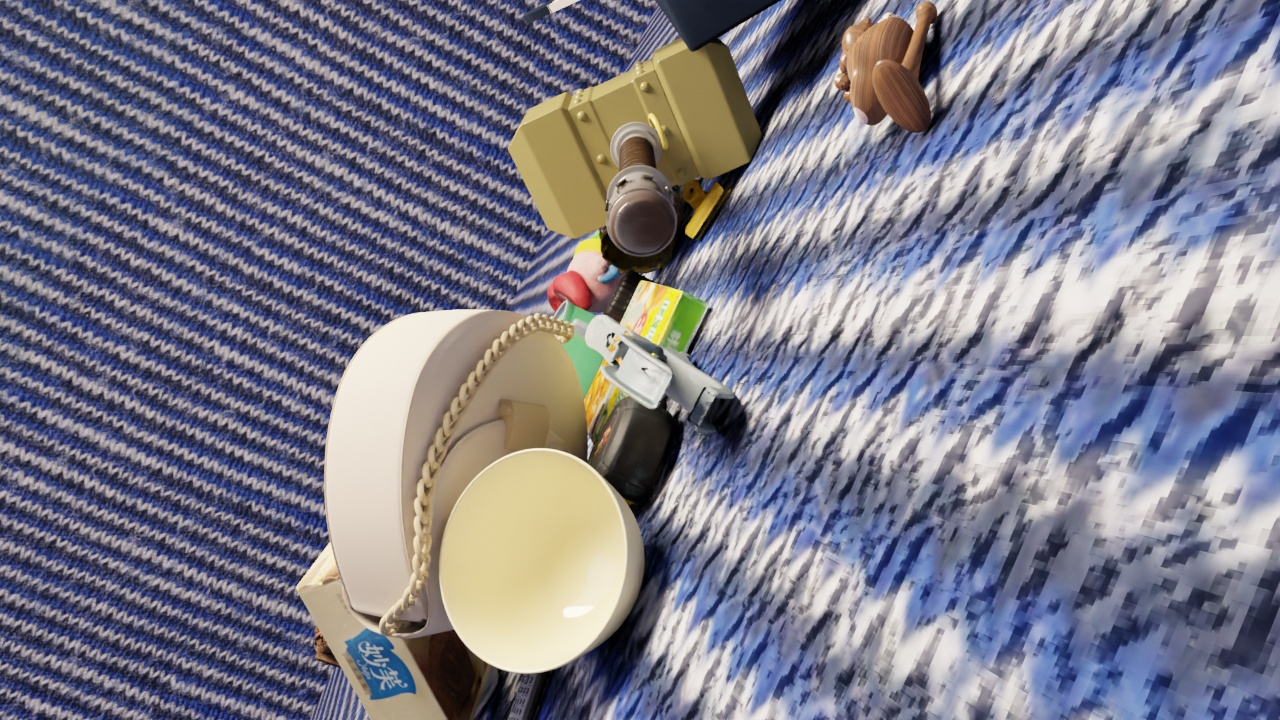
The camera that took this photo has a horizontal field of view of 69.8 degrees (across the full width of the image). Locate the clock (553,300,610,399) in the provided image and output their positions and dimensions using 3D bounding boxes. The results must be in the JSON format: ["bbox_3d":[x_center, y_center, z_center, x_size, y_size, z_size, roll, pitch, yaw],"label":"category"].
[{"bbox_3d":[-0.085,0.006,0.933,0.121,0.075,0.162,-66,11,-9],"label":"clock"}]

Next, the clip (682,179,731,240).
[{"bbox_3d":[0.058,-0.131,0.770,0.053,0.035,0.046,-58,32,31],"label":"clip"}]

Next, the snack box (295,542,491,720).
[{"bbox_3d":[-0.166,0.174,0.699,0.055,0.153,0.207,-20,15,9],"label":"snack box"}]

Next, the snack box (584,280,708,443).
[{"bbox_3d":[-0.004,0.004,0.716,0.132,0.027,0.168,-64,12,3],"label":"snack box"}]

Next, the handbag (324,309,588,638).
[{"bbox_3d":[-0.119,0.071,0.619,0.210,0.103,0.208,15,-104,-63],"label":"handbag"}]

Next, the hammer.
[{"bbox_3d":[-0.003,-0.138,0.651,0.190,0.101,0.324,-23,22,9],"label":"hammer"}]

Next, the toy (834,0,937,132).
[{"bbox_3d":[0.124,-0.149,0.468,0.055,0.041,0.101,-21,30,40],"label":"toy"}]

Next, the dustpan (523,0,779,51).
[{"bbox_3d":[0.044,-0.307,0.719,0.273,0.080,0.236,-28,22,11],"label":"dustpan"}]

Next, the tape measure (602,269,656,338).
[{"bbox_3d":[-0.009,-0.049,0.829,0.067,0.038,0.062,-61,4,-2],"label":"tape measure"}]

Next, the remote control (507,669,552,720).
[{"bbox_3d":[-0.066,0.199,0.604,0.033,0.013,0.136,-38,28,63],"label":"remote control"}]

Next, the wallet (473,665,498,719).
[{"bbox_3d":[-0.143,0.265,0.763,0.086,0.032,0.116,-51,12,6],"label":"wallet"}]

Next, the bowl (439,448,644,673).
[{"bbox_3d":[-0.044,0.115,0.521,0.074,0.118,0.118,31,-96,-60],"label":"bowl"}]

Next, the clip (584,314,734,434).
[{"bbox_3d":[0.024,0.014,0.545,0.028,0.108,0.163,-61,16,6],"label":"clip"}]

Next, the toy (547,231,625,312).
[{"bbox_3d":[-0.044,-0.109,0.983,0.131,0.097,0.124,-39,-4,-15],"label":"toy"}]

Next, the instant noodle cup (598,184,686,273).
[{"bbox_3d":[0.001,-0.145,0.866,0.102,0.102,0.108,130,153,-49],"label":"instant noodle cup"}]

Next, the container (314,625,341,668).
[{"bbox_3d":[-0.235,0.225,0.932,0.251,0.162,0.182,135,154,-59],"label":"container"}]

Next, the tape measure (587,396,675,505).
[{"bbox_3d":[-0.006,0.057,0.585,0.072,0.042,0.072,-55,11,32],"label":"tape measure"}]
